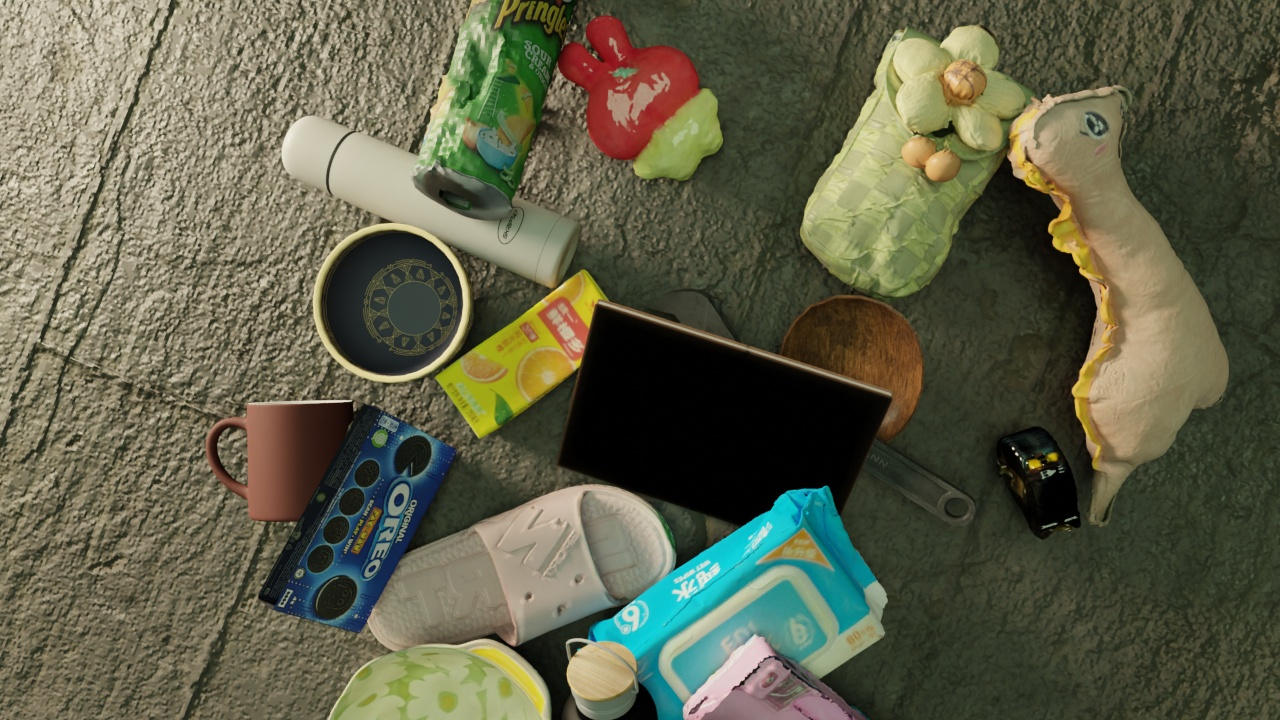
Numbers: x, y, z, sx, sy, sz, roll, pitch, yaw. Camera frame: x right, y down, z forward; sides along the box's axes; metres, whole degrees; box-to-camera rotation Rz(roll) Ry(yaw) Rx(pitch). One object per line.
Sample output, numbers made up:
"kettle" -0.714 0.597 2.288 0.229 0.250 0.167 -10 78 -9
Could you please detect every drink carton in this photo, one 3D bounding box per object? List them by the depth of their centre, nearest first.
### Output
"drink carton" -0.078 -0.005 0.678 0.134 0.043 0.058 -36 91 4

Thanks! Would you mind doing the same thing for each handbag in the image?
"handbag" 0.190 -0.135 0.622 0.113 0.117 0.186 28 90 4

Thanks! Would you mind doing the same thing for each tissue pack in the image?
"tissue pack" 0.072 0.186 0.645 0.209 0.066 0.117 -35 105 1

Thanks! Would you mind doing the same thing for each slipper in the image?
"slipper" -0.094 0.156 0.667 0.239 0.064 0.094 -17 88 5

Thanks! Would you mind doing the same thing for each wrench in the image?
"wrench" 0.117 0.035 0.657 0.273 0.018 0.073 33 112 9

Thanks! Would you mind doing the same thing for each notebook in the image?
"notebook" 0.053 0.050 0.652 0.209 0.008 0.142 18 119 4

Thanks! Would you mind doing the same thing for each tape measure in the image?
"tape measure" 0.274 0.079 0.640 0.038 0.062 0.067 -21 125 5

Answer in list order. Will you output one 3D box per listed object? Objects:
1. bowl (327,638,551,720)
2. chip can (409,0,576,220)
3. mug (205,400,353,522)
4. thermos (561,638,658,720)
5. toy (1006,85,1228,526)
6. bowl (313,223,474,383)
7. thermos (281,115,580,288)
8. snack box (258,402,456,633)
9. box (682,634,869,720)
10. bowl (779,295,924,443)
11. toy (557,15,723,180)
"bowl" -0.130 0.288 0.659 0.188 0.060 0.219 35 102 11
"chip can" -0.094 -0.209 0.638 0.075 0.075 0.223 14 75 4
"mug" -0.264 0.072 0.672 0.105 0.073 0.082 -1 89 -1
"thermos" -0.016 0.264 0.603 0.061 0.061 0.232 -3 123 4
"toy" 0.302 -0.039 0.603 0.196 0.065 0.264 -46 111 -13
"bowl" -0.173 -0.040 0.674 0.112 0.061 0.112 0 89 4
"thermos" -0.156 -0.119 0.678 0.224 0.052 0.052 23 91 4
"snack box" -0.197 0.113 0.652 0.027 0.082 0.150 18 77 40
"box" 0.138 0.289 0.598 0.230 0.096 0.085 42 93 -18
"bowl" 0.152 0.007 0.661 0.102 0.026 0.114 10 107 18
"toy" -0.001 -0.190 0.671 0.135 0.045 0.092 42 95 -1
